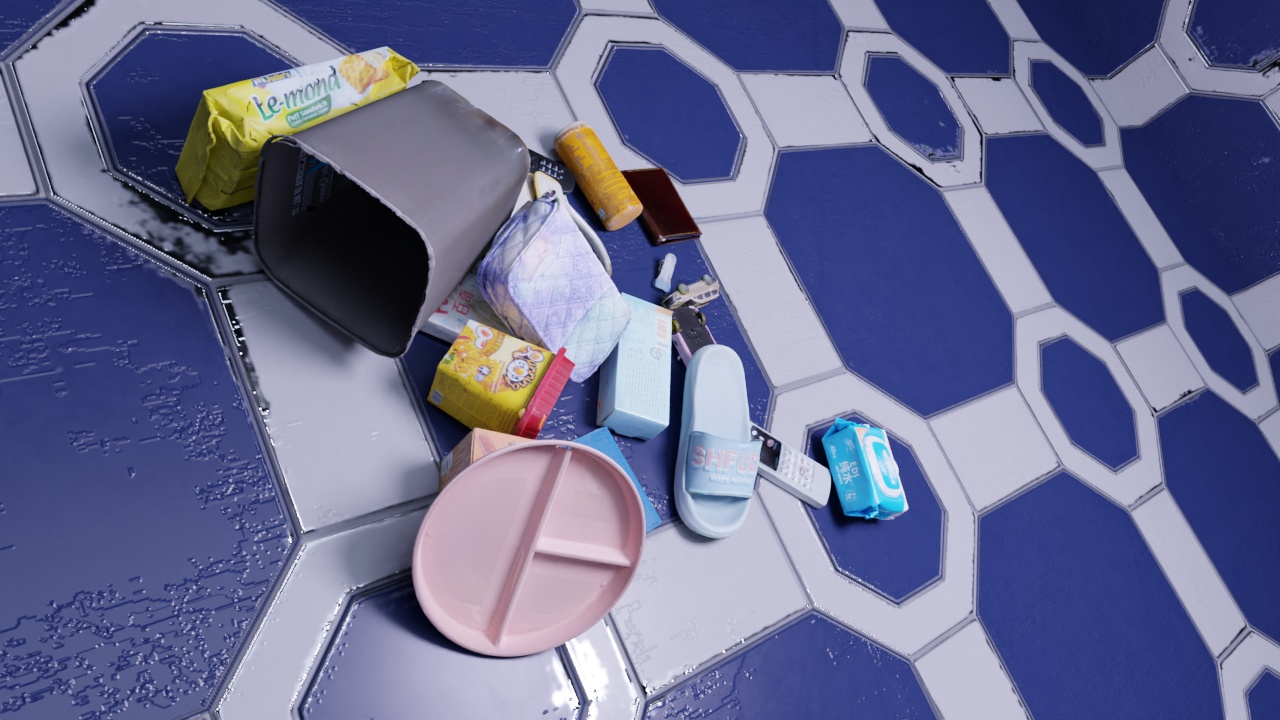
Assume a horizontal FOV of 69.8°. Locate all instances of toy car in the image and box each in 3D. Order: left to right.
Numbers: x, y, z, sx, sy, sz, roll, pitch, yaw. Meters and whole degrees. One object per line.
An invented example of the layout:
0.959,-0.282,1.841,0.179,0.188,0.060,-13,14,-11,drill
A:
0.067,-0.087,1.237,0.090,0.042,0.035,-20,78,-40,toy car
0.074,-0.014,1.202,0.056,0.037,0.122,-16,72,-36,toy car

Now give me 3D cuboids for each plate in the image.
-0.105,0.179,0.882,0.229,0.230,0.028,15,12,-27,plate

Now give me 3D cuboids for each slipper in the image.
0.102,0.094,1.115,0.104,0.074,0.245,14,68,-31,slipper

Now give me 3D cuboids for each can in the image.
-0.058,-0.248,1.235,0.058,0.058,0.146,-25,80,-41,can

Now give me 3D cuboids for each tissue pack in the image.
0.304,0.148,1.236,0.090,0.063,0.140,13,56,-44,tissue pack

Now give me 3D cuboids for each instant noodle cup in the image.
-0.151,0.028,0.982,0.123,0.116,0.116,28,51,-3,instant noodle cup

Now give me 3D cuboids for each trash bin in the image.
-0.245,-0.161,0.943,0.198,0.200,0.219,35,46,2,trash bin

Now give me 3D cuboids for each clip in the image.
0.034,-0.118,1.249,0.024,0.029,0.056,26,59,-18,clip

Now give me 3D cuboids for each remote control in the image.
-0.150,-0.253,1.198,0.136,0.024,0.053,22,55,-21,remote control
0.188,0.136,1.202,0.150,0.021,0.058,31,50,-16,remote control

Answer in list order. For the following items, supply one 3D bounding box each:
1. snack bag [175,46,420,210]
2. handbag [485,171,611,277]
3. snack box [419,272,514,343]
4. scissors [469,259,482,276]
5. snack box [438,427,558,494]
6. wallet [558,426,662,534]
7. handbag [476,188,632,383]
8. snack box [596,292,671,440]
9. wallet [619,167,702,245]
-0.357,-0.239,0.962,0.245,0.158,0.068,-34,92,-41,snack bag
-0.107,-0.153,1.142,0.178,0.063,0.163,3,67,-43,handbag
-0.213,-0.064,1.034,0.156,0.027,0.084,24,53,-15,snack box
-0.201,-0.127,1.097,0.159,0.014,0.173,28,53,-19,scissors
-0.145,0.128,0.931,0.094,0.093,0.077,15,57,-27,snack box
-0.043,0.147,1.028,0.106,0.040,0.133,-21,77,-49,wallet
-0.096,-0.077,1.036,0.134,0.076,0.194,-54,137,-23,handbag
-0.007,0.007,1.125,0.074,0.052,0.174,19,54,-23,snack box
0.028,-0.222,1.306,0.096,0.020,0.122,-16,73,-45,wallet
